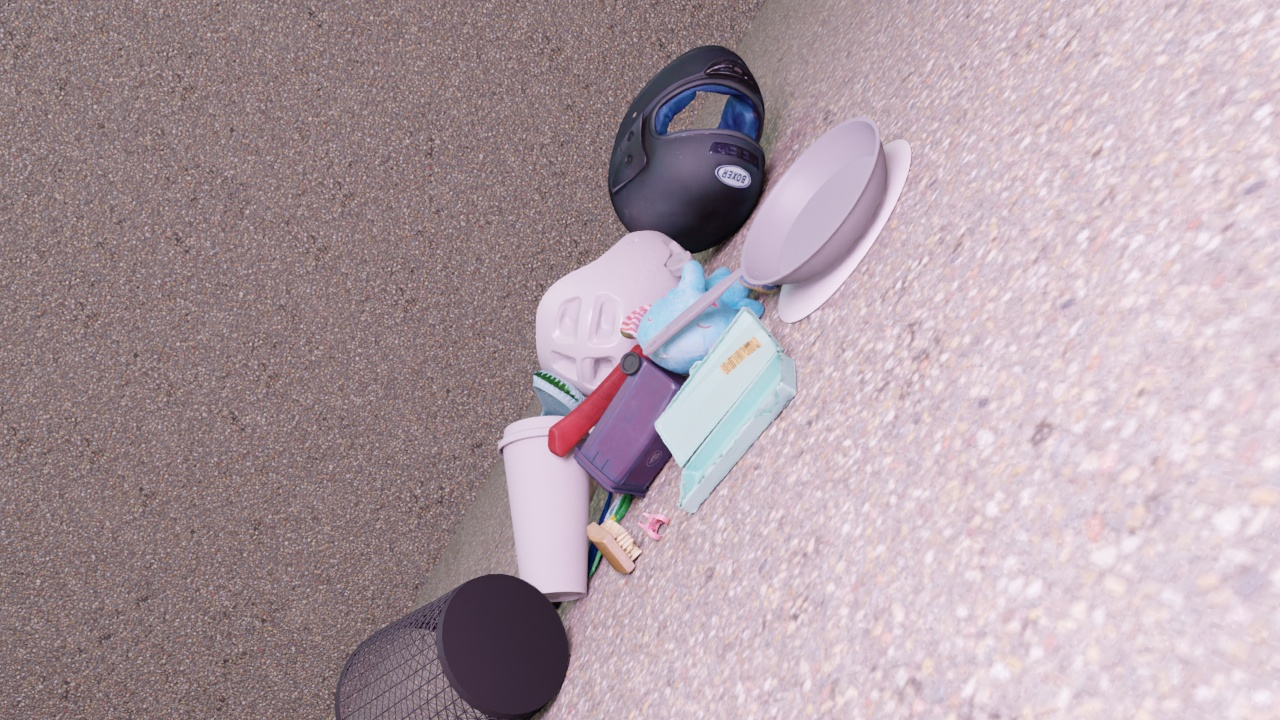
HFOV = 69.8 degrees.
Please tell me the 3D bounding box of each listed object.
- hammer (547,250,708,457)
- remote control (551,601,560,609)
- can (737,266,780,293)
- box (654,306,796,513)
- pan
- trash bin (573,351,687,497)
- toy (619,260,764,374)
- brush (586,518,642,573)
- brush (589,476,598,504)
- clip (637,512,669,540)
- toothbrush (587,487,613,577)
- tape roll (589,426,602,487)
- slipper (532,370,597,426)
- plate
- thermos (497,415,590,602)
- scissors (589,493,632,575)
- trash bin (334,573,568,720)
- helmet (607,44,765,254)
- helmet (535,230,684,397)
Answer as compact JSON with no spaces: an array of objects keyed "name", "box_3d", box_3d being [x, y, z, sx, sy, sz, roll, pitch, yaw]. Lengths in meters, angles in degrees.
[{"name":"hammer","box_3d":[-0.007,0.007,1.195,0.315,0.126,0.036,-48,33,-21]},{"name":"remote control","box_3d":[-0.159,0.360,1.265,0.133,0.058,0.013,-60,9,4]},{"name":"can","box_3d":[0.155,-0.134,1.100,0.099,0.054,0.059,-66,-6,-45]},{"name":"box","box_3d":[0.086,0.053,0.952,0.187,0.057,0.137,-53,30,30]},{"name":"pan","box_3d":[0.129,-0.109,0.978,0.358,0.051,0.200,-46,22,30]},{"name":"trash bin","box_3d":[-0.004,0.083,1.140,0.093,0.092,0.161,20,-75,-55]},{"name":"toy","box_3d":[0.074,-0.065,1.116,0.184,0.115,0.180,13,51,36]},{"name":"brush","box_3d":[-0.031,0.215,1.080,0.039,0.049,0.117,-38,5,-9]},{"name":"brush","box_3d":[-0.087,0.206,1.282,0.062,0.077,0.273,3,-57,-56]},{"name":"clip","box_3d":[0.016,0.179,1.025,0.044,0.023,0.060,-53,12,10]},{"name":"toothbrush","box_3d":[-0.059,0.227,1.269,0.016,0.017,0.189,-58,9,36]},{"name":"tape roll","box_3d":[-0.056,0.136,1.296,0.094,0.094,0.019,-55,12,27]},{"name":"slipper","box_3d":[-0.101,0.097,1.351,0.069,0.116,0.276,-58,-24,-15]},{"name":"plate","box_3d":[0.206,-0.147,0.997,0.230,0.030,0.229,-57,10,15]},{"name":"thermos","box_3d":[-0.117,0.194,1.189,0.132,0.131,0.221,136,134,-57]},{"name":"scissors","box_3d":[-0.045,0.229,1.209,0.130,0.014,0.071,-64,11,-28]},{"name":"trash bin","box_3d":[-0.219,0.381,1.111,0.244,0.217,0.216,-43,18,39]},{"name":"helmet","box_3d":[0.089,-0.312,1.482,0.317,0.248,0.235,-49,42,38]},{"name":"helmet","box_3d":[-0.011,-0.060,1.333,0.281,0.184,0.225,-47,-26,-47]}]
